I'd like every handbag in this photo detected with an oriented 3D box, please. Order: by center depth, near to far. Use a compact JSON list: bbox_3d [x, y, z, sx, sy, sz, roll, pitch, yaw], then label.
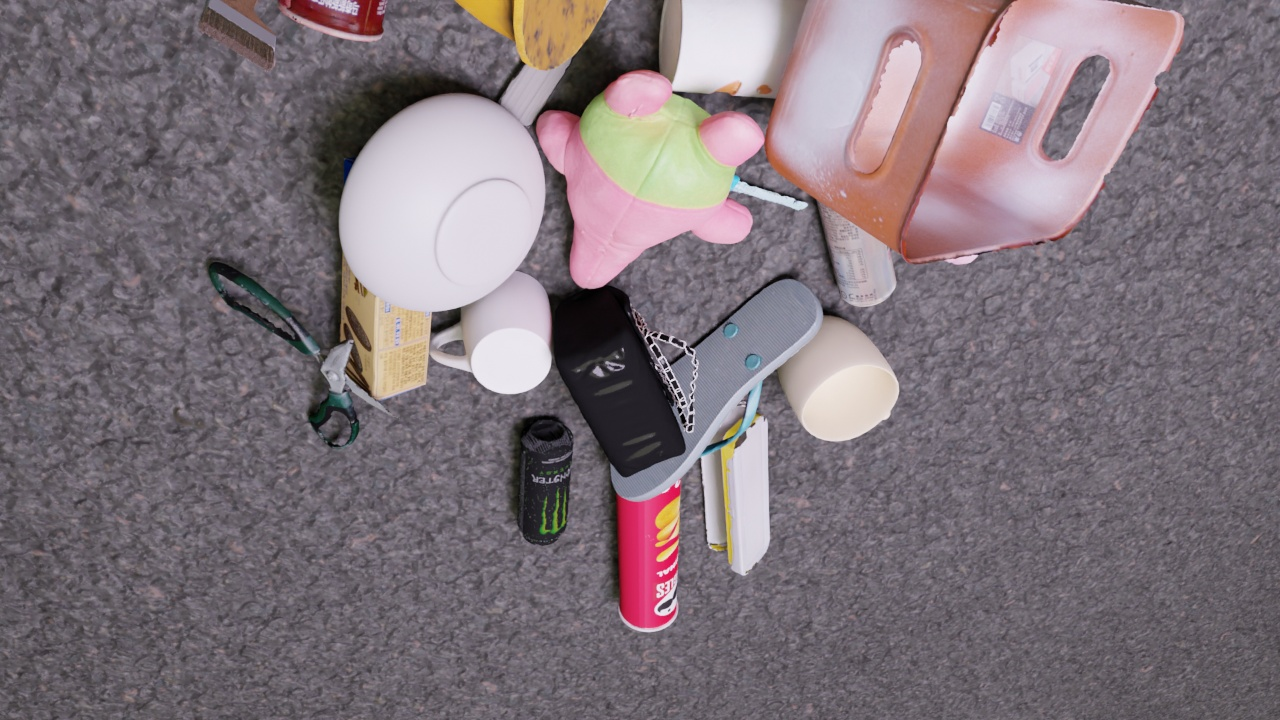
[{"bbox_3d":[-0.005,0.005,0.823,0.115,0.125,0.154,-26,127,7],"label":"handbag"}]

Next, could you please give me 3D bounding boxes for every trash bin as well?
[{"bbox_3d":[0.234,-0.193,0.667,0.259,0.157,0.182,-14,133,-38],"label":"trash bin"}]

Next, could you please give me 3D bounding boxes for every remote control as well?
[{"bbox_3d":[-0.063,-0.243,0.707,0.033,0.013,0.137,27,117,-26],"label":"remote control"}]

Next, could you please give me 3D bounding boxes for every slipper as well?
[{"bbox_3d":[0.070,0.029,0.890,0.269,0.098,0.054,-48,143,12],"label":"slipper"}]

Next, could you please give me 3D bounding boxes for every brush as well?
[{"bbox_3d":[-0.258,-0.231,0.594,0.045,0.143,0.008,29,116,-37],"label":"brush"}]

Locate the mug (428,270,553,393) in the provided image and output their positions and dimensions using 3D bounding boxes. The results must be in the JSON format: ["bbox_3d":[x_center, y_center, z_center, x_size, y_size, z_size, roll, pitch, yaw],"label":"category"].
[{"bbox_3d":[-0.132,-0.018,0.803,0.114,0.087,0.081,-17,126,0],"label":"mug"}]

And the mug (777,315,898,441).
[{"bbox_3d":[0.191,0.014,0.887,0.120,0.099,0.096,24,119,-32],"label":"mug"}]

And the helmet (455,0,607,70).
[{"bbox_3d":[-0.076,-0.323,0.560,0.131,0.205,0.256,22,104,7],"label":"helmet"}]

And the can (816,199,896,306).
[{"bbox_3d":[0.193,-0.115,0.825,0.054,0.054,0.136,-21,126,3],"label":"can"}]

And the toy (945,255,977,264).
[{"bbox_3d":[0.321,-0.141,0.845,0.079,0.038,0.123,9,123,-32],"label":"toy"}]

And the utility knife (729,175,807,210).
[{"bbox_3d":[0.069,-0.158,0.792,0.176,0.015,0.022,11,130,-19],"label":"utility knife"}]

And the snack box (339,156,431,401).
[{"bbox_3d":[-0.210,-0.069,0.762,0.056,0.057,0.207,-20,135,-41],"label":"snack box"}]

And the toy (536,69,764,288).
[{"bbox_3d":[-0.002,-0.135,0.733,0.192,0.096,0.237,28,142,-7],"label":"toy"}]

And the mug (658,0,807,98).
[{"bbox_3d":[0.073,-0.242,0.694,0.105,0.082,0.082,0,124,-11],"label":"mug"}]

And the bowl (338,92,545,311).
[{"bbox_3d":[-0.135,-0.109,0.702,0.176,0.066,0.177,-32,141,-30],"label":"bowl"}]

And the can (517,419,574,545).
[{"bbox_3d":[-0.098,0.124,0.931,0.054,0.054,0.138,-1,125,-12],"label":"can"}]

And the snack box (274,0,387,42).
[{"bbox_3d":[-0.195,-0.286,0.614,0.072,0.072,0.122,13,120,-20],"label":"snack box"}]

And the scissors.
[{"bbox_3d":[-0.297,0.003,0.798,0.203,0.015,0.202,41,142,-4],"label":"scissors"}]

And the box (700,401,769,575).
[{"bbox_3d":[0.107,0.139,0.991,0.067,0.070,0.210,-24,129,-20],"label":"box"}]

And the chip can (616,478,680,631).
[{"bbox_3d":[0.008,0.194,0.993,0.069,0.069,0.221,-6,125,-8],"label":"chip can"}]
